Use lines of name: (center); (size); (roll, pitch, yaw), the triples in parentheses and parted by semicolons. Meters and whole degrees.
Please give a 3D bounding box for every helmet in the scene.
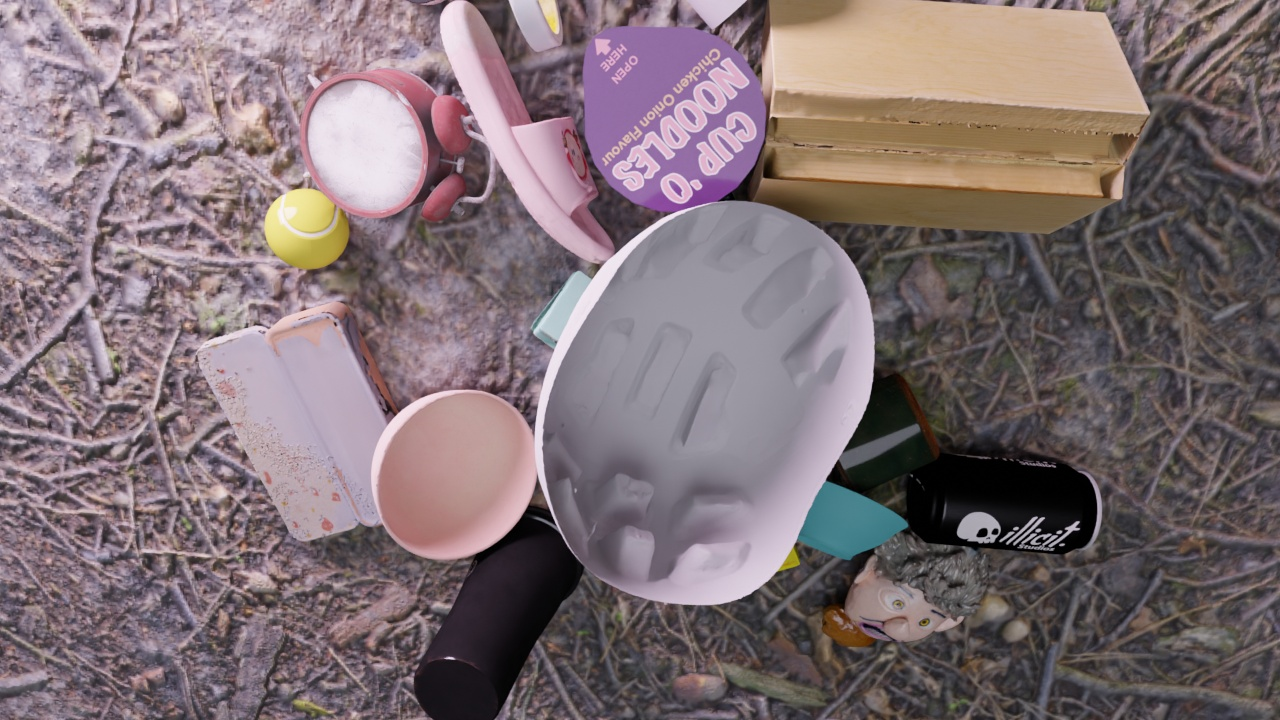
helmet: (0.040, 0.020, 0.662); (0.224, 0.183, 0.283); (12, 114, -24)

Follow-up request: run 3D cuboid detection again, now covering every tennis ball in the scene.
tennis ball: (-0.273, -0.107, 0.752); (0.065, 0.065, 0.065); (1, 113, 3)

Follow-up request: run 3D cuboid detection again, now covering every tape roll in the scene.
tape roll: (-0.079, -0.270, 0.654); (0.019, 0.094, 0.094); (-14, 112, 9)

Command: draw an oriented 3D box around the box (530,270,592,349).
box: (-0.006, 0.004, 0.807); (0.188, 0.080, 0.077); (34, 70, -11)

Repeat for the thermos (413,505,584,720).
thermos: (-0.123, 0.221, 0.808); (0.106, 0.218, 0.106); (4, 111, 10)

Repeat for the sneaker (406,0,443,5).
sneaker: (-0.211, -0.356, 0.623); (0.091, 0.097, 0.245); (-33, 107, 16)

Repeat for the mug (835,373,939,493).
mug: (0.209, 0.069, 0.799); (0.081, 0.084, 0.111); (-26, 142, 12)

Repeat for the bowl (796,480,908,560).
bowl: (0.166, 0.142, 0.803); (0.121, 0.121, 0.046); (26, 77, -8)

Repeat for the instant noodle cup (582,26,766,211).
instant noodle cup: (0.020, -0.188, 0.669); (0.137, 0.121, 0.122); (43, 109, -14)

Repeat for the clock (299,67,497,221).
clock: (-0.183, -0.167, 0.719); (0.157, 0.061, 0.110); (17, 114, 10)

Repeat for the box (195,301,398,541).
box: (-0.298, 0.063, 0.846); (0.151, 0.043, 0.216); (-13, 112, 14)

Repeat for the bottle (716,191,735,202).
bottle: (0.079, -0.061, 0.757); (0.056, 0.056, 0.161); (-17, 111, 10)

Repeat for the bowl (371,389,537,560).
bowl: (-0.173, 0.093, 0.815); (0.152, 0.076, 0.153); (-9, 108, -31)

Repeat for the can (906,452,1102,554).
can: (0.317, 0.126, 0.810); (0.146, 0.080, 0.080); (5, 114, -1)

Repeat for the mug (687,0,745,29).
mug: (0.060, -0.312, 0.644); (0.096, 0.083, 0.119); (44, 80, -15)

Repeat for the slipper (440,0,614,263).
slipper: (-0.081, -0.170, 0.695); (0.056, 0.106, 0.221); (-27, 104, 13)

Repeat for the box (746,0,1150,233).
box: (0.210, -0.165, 0.668); (0.248, 0.141, 0.185); (4, 120, 2)

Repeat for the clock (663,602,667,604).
clock: (0.030, 0.141, 0.832); (0.120, 0.060, 0.160); (33, 123, 6)

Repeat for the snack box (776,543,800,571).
snack box: (0.097, 0.135, 0.858); (0.061, 0.025, 0.149); (-19, 111, 11)

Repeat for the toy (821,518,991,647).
toy: (0.244, 0.224, 0.865); (0.132, 0.076, 0.176); (37, 118, -12)
